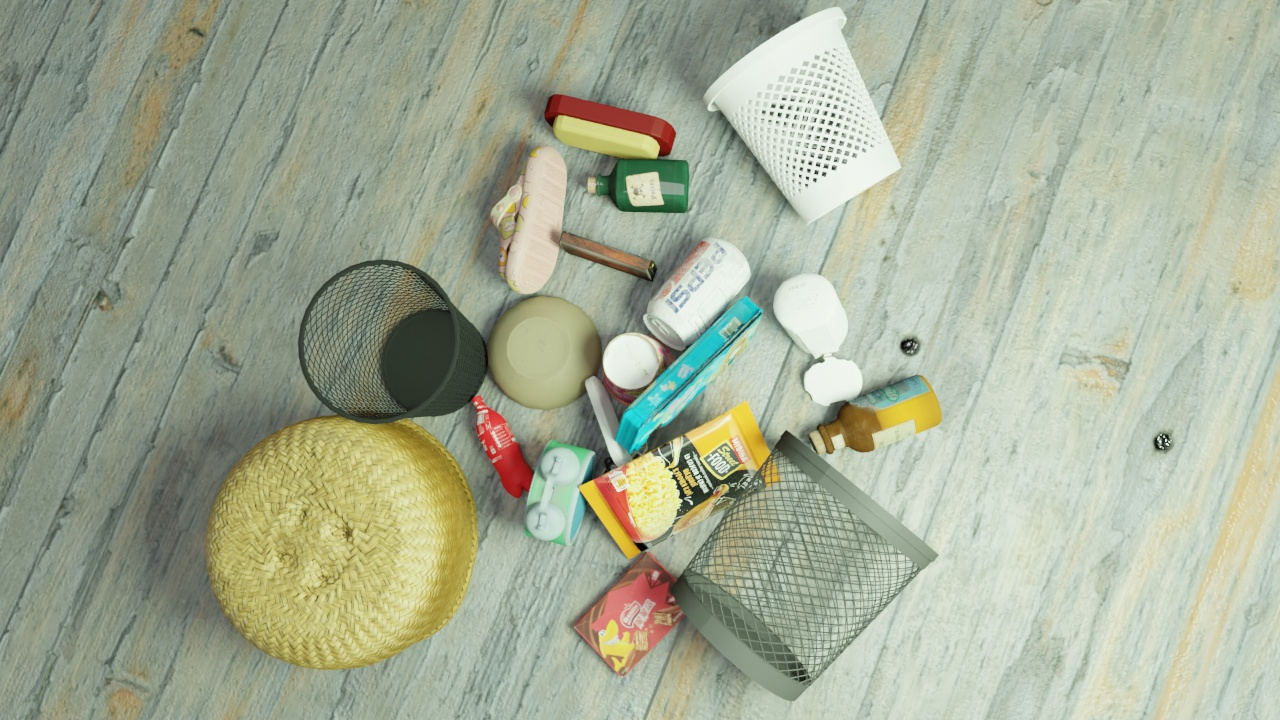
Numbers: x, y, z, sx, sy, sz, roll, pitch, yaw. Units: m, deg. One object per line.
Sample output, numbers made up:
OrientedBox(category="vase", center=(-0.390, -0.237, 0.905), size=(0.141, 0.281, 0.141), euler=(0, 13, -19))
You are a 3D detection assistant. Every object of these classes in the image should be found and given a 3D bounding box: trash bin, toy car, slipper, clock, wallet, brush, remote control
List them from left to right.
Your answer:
OrientedBox(category="trash bin", center=(-0.283, -0.010, 1.122), size=(0.184, 0.210, 0.184), euler=(-1, 83, 5))
OrientedBox(category="slipper", center=(-0.152, -0.184, 1.201), size=(0.082, 0.093, 0.197), euler=(8, 82, 26))
OrientedBox(category="clock", center=(-0.104, 0.160, 1.111), size=(0.075, 0.161, 0.122), euler=(14, 84, 5))
OrientedBox(category="brush", center=(-0.042, -0.298, 1.198), size=(0.173, 0.082, 0.042), euler=(15, 85, 7))
OrientedBox(category="wallet", center=(-0.041, -0.133, 1.185), size=(0.123, 0.072, 0.019), euler=(19, 85, 8))
OrientedBox(category="remote control", center=(-0.039, 0.078, 1.147), size=(0.013, 0.043, 0.136), euler=(-30, 59, 13))
OrientedBox(category="toy car", center=(-0.010, 0.118, 1.172), size=(0.039, 0.039, 0.113), euler=(39, 87, -13))
OrientedBox(category="trash bin", center=(0.180, 0.237, 1.056), size=(0.218, 0.217, 0.227), euler=(40, 92, 8))
OrientedBox(category="trash bin", center=(0.212, -0.288, 1.133), size=(0.195, 0.195, 0.199), euler=(-31, 91, 1))

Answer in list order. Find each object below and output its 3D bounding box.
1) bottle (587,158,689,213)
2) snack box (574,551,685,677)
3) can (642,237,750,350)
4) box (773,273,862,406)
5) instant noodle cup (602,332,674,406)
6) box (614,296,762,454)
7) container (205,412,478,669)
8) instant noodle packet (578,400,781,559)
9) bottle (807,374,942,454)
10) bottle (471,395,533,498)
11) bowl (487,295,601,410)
OrientedBox(category="bottle", center=(-0.003, -0.228, 1.197), size=(0.131, 0.061, 0.061), euler=(2, 81, 5))
OrientedBox(category="snack box", center=(-0.006, 0.319, 1.155), size=(0.089, 0.021, 0.133), euler=(44, 89, 8))
OrientedBox(category="can", center=(0.071, -0.084, 1.152), size=(0.078, 0.078, 0.136), euler=(38, 73, 8))
OrientedBox(category="box", center=(0.221, -0.022, 1.134), size=(0.084, 0.140, 0.141), euler=(-21, 66, 16))
OrientedBox(category="instant noodle cup", center=(-0.007, 0.007, 1.147), size=(0.098, 0.108, 0.097), euler=(-1, 83, 5))
OrientedBox(category="box", center=(0.060, 0.019, 1.110), size=(0.041, 0.094, 0.226), euler=(42, 66, 12))
OrientedBox(category="container", center=(-0.360, 0.211, 1.115), size=(0.307, 0.196, 0.306), euler=(0, 83, 3))
OrientedBox(category="instant noodle packet", center=(0.054, 0.150, 1.117), size=(0.221, 0.160, 0.032), euler=(-27, 41, 1))
OrientedBox(category="bottle", center=(0.285, 0.075, 1.133), size=(0.157, 0.068, 0.068), euler=(-22, 82, 2))
OrientedBox(category="bottle", center=(-0.181, 0.109, 1.184), size=(0.042, 0.042, 0.141), euler=(-29, 82, 1))
OrientedBox(category="bowl", center=(-0.128, -0.013, 1.189), size=(0.152, 0.050, 0.152), euler=(-1, 83, 5))
